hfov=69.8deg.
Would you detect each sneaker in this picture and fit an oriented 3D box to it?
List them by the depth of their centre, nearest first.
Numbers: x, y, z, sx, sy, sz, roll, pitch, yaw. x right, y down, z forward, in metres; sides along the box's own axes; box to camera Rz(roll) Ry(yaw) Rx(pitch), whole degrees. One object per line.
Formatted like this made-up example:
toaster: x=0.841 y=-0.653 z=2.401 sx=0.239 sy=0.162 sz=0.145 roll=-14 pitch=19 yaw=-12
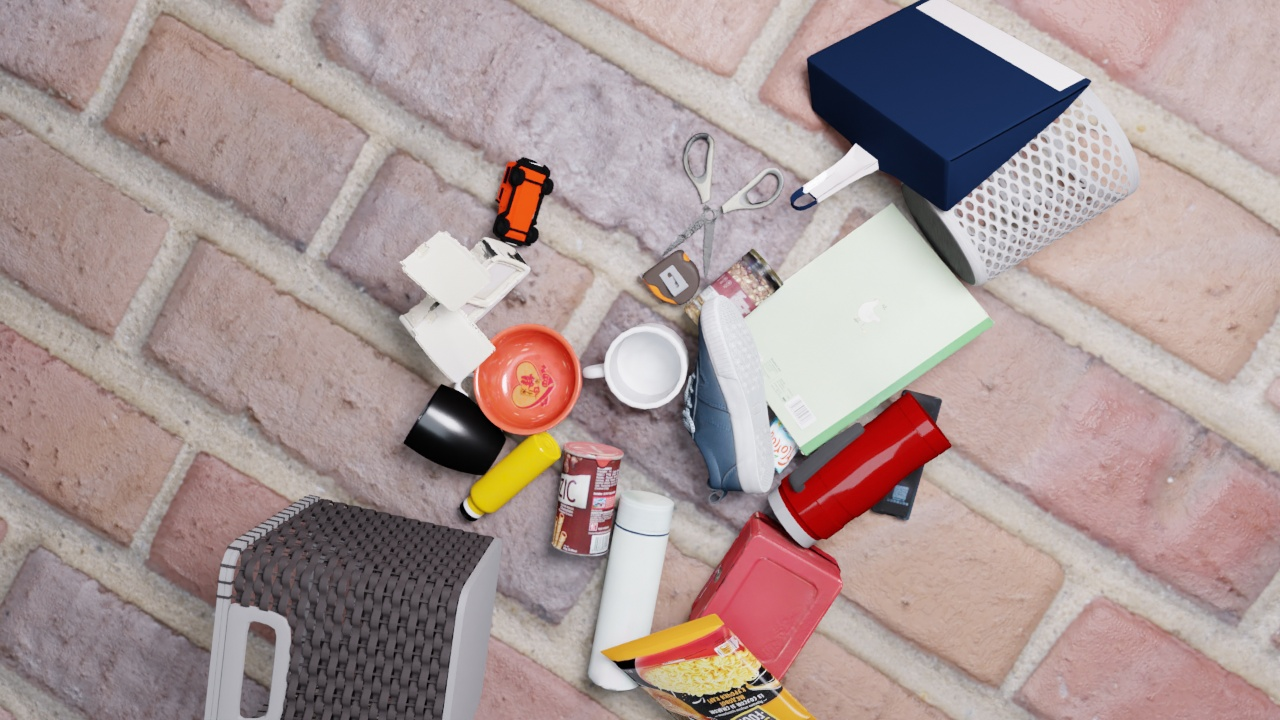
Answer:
sneaker: x=0.088 y=0.045 z=1.026 sx=0.087 sy=0.089 sz=0.235 roll=-7 pitch=100 yaw=27

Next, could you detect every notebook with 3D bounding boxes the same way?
notebook: x=0.237 y=-0.037 z=1.039 sx=0.253 sy=0.010 sz=0.182 roll=-37 pitch=71 yaw=7

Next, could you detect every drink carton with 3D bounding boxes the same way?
drink carton: x=0.181 y=0.071 z=1.069 sx=0.044 sy=0.038 sz=0.129 roll=34 pitch=97 yaw=1

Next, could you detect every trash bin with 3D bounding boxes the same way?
trash bin: x=0.393 y=-0.186 z=0.972 sx=0.183 sy=0.156 sz=0.156 roll=-35 pitch=91 yaw=9

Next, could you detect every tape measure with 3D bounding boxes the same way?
tape measure: x=0.039 y=-0.093 z=1.066 sx=0.058 sy=0.038 sz=0.059 roll=-34 pitch=96 yaw=13

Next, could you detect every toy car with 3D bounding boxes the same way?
toy car: x=-0.140 y=-0.185 z=1.068 sx=0.049 sy=0.051 sz=0.100 roll=26 pitch=101 yaw=46

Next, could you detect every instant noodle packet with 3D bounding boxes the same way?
instant noodle packet: x=0.083 y=0.376 z=1.052 sx=0.160 sy=0.032 sz=0.221 roll=-27 pitch=116 yaw=29

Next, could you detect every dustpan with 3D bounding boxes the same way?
dustpan: x=0.272 y=-0.250 z=0.963 sx=0.273 sy=0.080 sz=0.236 roll=-29 pitch=50 yaw=-8

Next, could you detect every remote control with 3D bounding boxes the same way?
remote control: x=0.311 y=0.111 z=1.070 sx=0.047 sy=0.022 sz=0.150 roll=13 pitch=96 yaw=3

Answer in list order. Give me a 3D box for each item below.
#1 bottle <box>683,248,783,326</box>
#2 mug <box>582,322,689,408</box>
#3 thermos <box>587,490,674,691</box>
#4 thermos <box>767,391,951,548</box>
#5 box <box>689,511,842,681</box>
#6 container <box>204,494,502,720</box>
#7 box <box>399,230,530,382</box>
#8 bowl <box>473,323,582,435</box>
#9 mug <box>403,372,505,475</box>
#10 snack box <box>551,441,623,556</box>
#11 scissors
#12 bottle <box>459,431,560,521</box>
bottle: x=0.107 y=-0.074 z=1.054 sx=0.105 sy=0.056 sz=0.056 roll=-41 pitch=91 yaw=6
mug: x=-0.006 y=0.006 z=1.054 sx=0.121 sy=0.090 sz=0.091 roll=-6 pitch=94 yaw=5
thermos: x=-0.012 y=0.272 z=1.091 sx=0.068 sy=0.068 sz=0.230 roll=10 pitch=96 yaw=4
thermos: x=0.237 y=0.119 z=1.028 sx=0.199 sy=0.084 sz=0.108 roll=-39 pitch=133 yaw=15
box: x=0.145 y=0.276 z=1.070 sx=0.129 sy=0.087 sz=0.158 roll=30 pitch=97 yaw=-3
container: x=-0.307 y=0.312 z=1.035 sx=0.243 sy=0.245 sz=0.247 roll=9 pitch=96 yaw=1
box: x=-0.192 y=-0.052 z=1.006 sx=0.144 sy=0.187 sz=0.105 roll=-42 pitch=75 yaw=13
bowl: x=-0.128 y=0.024 z=1.083 sx=0.130 sy=0.045 sz=0.130 roll=-1 pitch=84 yaw=10
mug: x=-0.207 y=0.075 z=1.091 sx=0.100 sy=0.085 sz=0.118 roll=33 pitch=67 yaw=-11
snack box: x=-0.064 y=0.162 z=1.083 sx=0.072 sy=0.072 sz=0.121 roll=9 pitch=97 yaw=4
scissors: x=0.089 y=-0.187 z=1.068 sx=0.171 sy=0.012 sz=0.157 roll=-21 pitch=93 yaw=8
bottle: x=-0.159 y=0.141 z=1.095 sx=0.144 sy=0.043 sz=0.043 roll=-41 pitch=91 yaw=20
